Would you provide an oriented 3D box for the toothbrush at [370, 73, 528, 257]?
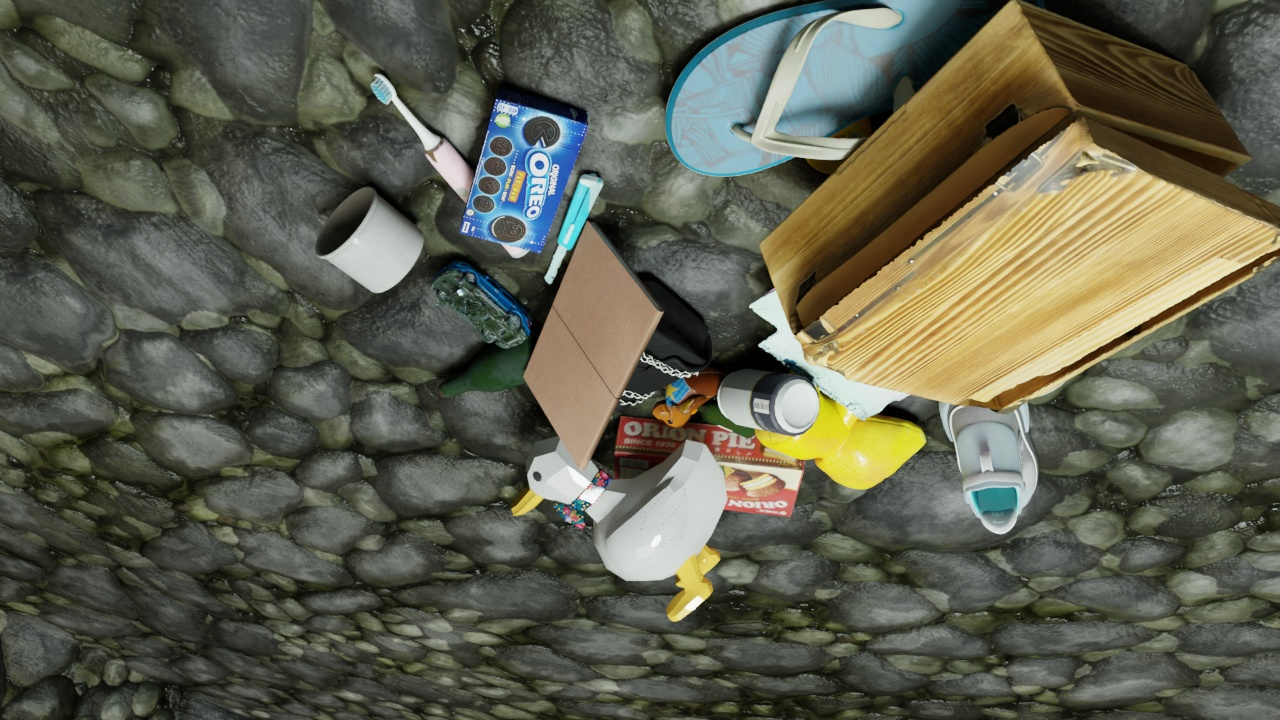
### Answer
[{"bbox_3d":[-0.173,-0.176,0.851,0.027,0.026,0.222,-11,139,29],"label":"toothbrush"}]

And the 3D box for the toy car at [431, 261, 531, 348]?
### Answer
[{"bbox_3d":[-0.170,-0.061,0.986,0.056,0.043,0.120,-23,130,34],"label":"toy car"}]

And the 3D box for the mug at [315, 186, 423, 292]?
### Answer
[{"bbox_3d":[-0.274,-0.120,0.911,0.113,0.084,0.070,19,164,50],"label":"mug"}]

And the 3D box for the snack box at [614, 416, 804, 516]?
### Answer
[{"bbox_3d":[0.085,0.137,1.180,0.236,0.060,0.113,6,141,4],"label":"snack box"}]

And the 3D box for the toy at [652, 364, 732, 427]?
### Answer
[{"bbox_3d":[0.068,0.042,1.070,0.102,0.070,0.090,-1,140,-26],"label":"toy"}]

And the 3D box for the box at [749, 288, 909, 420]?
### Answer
[{"bbox_3d":[0.222,-0.031,0.938,0.230,0.035,0.160,33,127,-28],"label":"box"}]

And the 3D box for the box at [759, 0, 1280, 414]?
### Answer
[{"bbox_3d":[0.271,-0.092,0.692,0.246,0.175,0.280,3,151,-33],"label":"box"}]

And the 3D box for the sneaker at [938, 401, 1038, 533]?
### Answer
[{"bbox_3d":[0.408,0.145,1.047,0.093,0.160,0.257,-10,137,23],"label":"sneaker"}]

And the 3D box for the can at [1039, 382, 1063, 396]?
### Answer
[{"bbox_3d":[0.398,-0.001,0.953,0.086,0.043,0.086,5,140,4],"label":"can"}]

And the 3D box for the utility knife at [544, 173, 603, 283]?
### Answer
[{"bbox_3d":[-0.068,-0.125,0.909,0.022,0.015,0.169,22,144,-6],"label":"utility knife"}]

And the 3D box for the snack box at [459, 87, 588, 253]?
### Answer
[{"bbox_3d":[-0.107,-0.167,0.826,0.082,0.027,0.151,12,135,-15],"label":"snack box"}]

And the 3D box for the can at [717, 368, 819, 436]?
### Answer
[{"bbox_3d":[0.135,0.043,0.998,0.064,0.064,0.127,30,170,-26],"label":"can"}]

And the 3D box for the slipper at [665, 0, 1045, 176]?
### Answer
[{"bbox_3d":[0.150,-0.213,0.692,0.295,0.060,0.118,-12,117,22],"label":"slipper"}]

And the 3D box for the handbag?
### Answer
[{"bbox_3d":[-0.006,0.005,0.985,0.125,0.114,0.154,30,136,-32],"label":"handbag"}]

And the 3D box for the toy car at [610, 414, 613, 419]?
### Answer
[{"bbox_3d":[-0.061,0.050,1.107,0.047,0.047,0.112,-1,142,7],"label":"toy car"}]

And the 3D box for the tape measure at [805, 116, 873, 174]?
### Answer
[{"bbox_3d":[0.165,-0.186,0.768,0.059,0.030,0.068,-8,133,20],"label":"tape measure"}]

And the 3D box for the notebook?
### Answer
[{"bbox_3d":[-0.054,-0.013,0.915,0.008,0.141,0.210,-4,135,-37],"label":"notebook"}]

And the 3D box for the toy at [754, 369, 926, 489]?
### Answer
[{"bbox_3d":[0.230,0.087,1.068,0.193,0.087,0.135,28,135,-23],"label":"toy"}]

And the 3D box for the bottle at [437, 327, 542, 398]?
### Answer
[{"bbox_3d":[-0.175,0.013,1.076,0.175,0.055,0.055,-20,134,34],"label":"bottle"}]

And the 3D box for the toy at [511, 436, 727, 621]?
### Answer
[{"bbox_3d":[-0.010,0.176,1.101,0.247,0.140,0.267,-38,97,22],"label":"toy"}]

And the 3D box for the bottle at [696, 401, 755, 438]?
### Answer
[{"bbox_3d":[0.094,0.066,1.116,0.106,0.025,0.025,24,140,-19],"label":"bottle"}]
